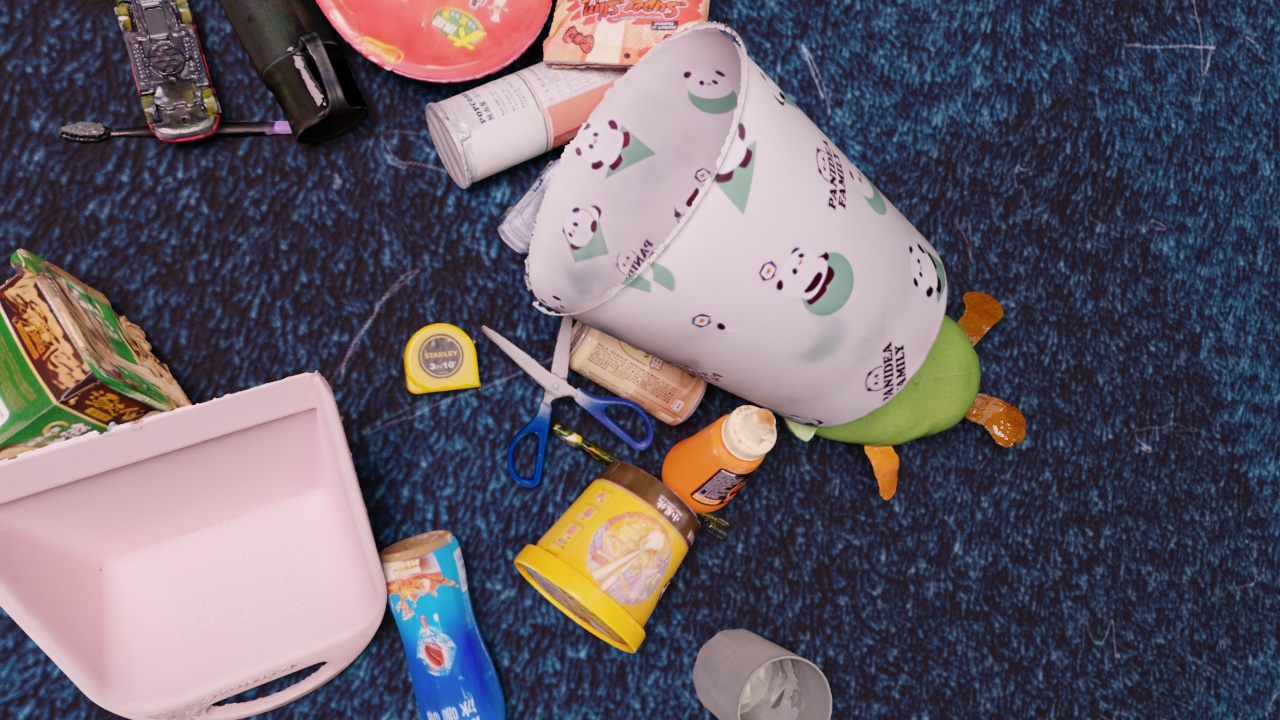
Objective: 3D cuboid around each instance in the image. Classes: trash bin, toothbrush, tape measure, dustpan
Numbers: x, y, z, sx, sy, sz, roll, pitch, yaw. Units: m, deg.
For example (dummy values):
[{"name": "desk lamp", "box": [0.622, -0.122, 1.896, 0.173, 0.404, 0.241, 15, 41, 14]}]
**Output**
[{"name": "trash bin", "box": [0.081, -0.081, 0.692, 0.251, 0.230, 0.229, 29, 79, -31]}, {"name": "toothbrush", "box": [-0.333, -0.176, 0.693, 0.188, 0.017, 0.014, -7, 88, -20]}, {"name": "tape measure", "box": [-0.161, -0.001, 0.737, 0.060, 0.029, 0.057, -7, 91, -18]}, {"name": "dustpan", "box": [-0.277, 0.146, 0.602, 0.222, 0.274, 0.138, -19, 69, -14]}, {"name": "toothbrush", "box": [0.001, 0.106, 0.794, 0.186, 0.012, 0.017, 32, 36, -14]}]

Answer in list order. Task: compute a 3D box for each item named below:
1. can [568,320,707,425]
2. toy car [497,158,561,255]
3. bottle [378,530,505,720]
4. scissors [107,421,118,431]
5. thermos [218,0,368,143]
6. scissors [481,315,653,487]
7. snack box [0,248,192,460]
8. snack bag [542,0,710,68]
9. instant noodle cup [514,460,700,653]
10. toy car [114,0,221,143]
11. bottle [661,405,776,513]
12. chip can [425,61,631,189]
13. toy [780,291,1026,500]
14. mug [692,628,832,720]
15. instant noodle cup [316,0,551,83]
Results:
[{"name": "can", "box": [-0.005, 0.005, 0.773, 0.116, 0.059, 0.058, 30, 79, -15]}, {"name": "toy car", "box": [-0.080, -0.130, 0.767, 0.043, 0.034, 0.090, 42, 75, -9]}, {"name": "bottle", "box": [-0.146, 0.244, 0.715, 0.065, 0.065, 0.218, -17, 94, -18]}, {"name": "scissors", "box": [-0.347, 0.087, 0.636, 0.133, 0.134, 0.017, -25, 51, 2]}, {"name": "thermos", "box": [-0.279, -0.288, 0.674, 0.068, 0.090, 0.242, -30, 97, -30]}, {"name": "scissors", "box": [-0.062, 0.032, 0.741, 0.162, 0.012, 0.176, 19, 108, -12]}, {"name": "snack box", "box": [-0.390, 0.018, 0.606, 0.105, 0.117, 0.118, -40, 71, -8]}, {"name": "snack bag", "box": [-0.001, -0.318, 0.748, 0.128, 0.073, 0.207, 7, 67, 0]}, {"name": "instant noodle cup", "box": [-0.021, 0.153, 0.737, 0.118, 0.119, 0.114, 43, 68, -12]}, {"name": "toy car", "box": [-0.345, -0.218, 0.674, 0.052, 0.045, 0.120, -14, 87, -17]}, {"name": "bottle", "box": [0.069, 0.075, 0.744, 0.066, 0.150, 0.066, 9, 61, -18]}, {"name": "chip can", "box": [-0.063, -0.215, 0.755, 0.214, 0.071, 0.071, -28, 97, -17]}, {"name": "toy", "box": [0.230, 0.014, 0.836, 0.246, 0.090, 0.227, -4, 89, -15]}, {"name": "mug", "box": [0.104, 0.297, 0.776, 0.083, 0.103, 0.124, -17, 94, -19]}, {"name": "instant noodle cup", "box": [-0.167, -0.308, 0.727, 0.193, 0.066, 0.194, 0, 89, -18]}]
